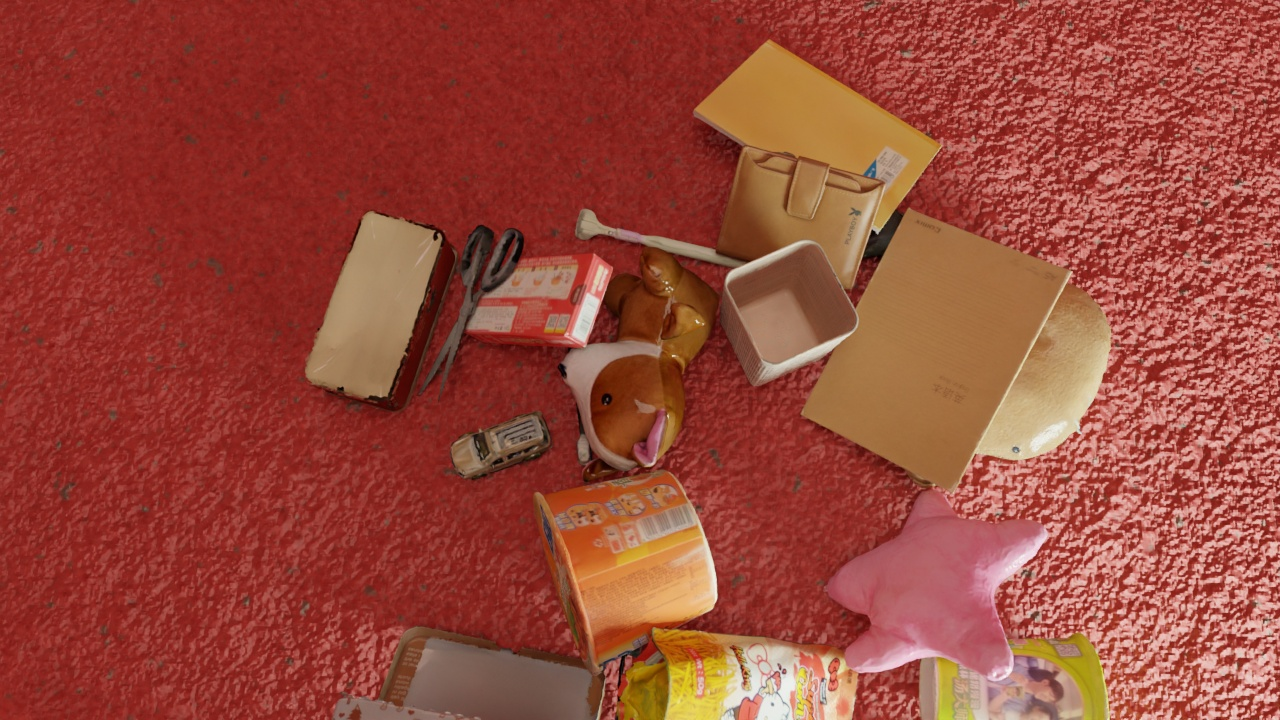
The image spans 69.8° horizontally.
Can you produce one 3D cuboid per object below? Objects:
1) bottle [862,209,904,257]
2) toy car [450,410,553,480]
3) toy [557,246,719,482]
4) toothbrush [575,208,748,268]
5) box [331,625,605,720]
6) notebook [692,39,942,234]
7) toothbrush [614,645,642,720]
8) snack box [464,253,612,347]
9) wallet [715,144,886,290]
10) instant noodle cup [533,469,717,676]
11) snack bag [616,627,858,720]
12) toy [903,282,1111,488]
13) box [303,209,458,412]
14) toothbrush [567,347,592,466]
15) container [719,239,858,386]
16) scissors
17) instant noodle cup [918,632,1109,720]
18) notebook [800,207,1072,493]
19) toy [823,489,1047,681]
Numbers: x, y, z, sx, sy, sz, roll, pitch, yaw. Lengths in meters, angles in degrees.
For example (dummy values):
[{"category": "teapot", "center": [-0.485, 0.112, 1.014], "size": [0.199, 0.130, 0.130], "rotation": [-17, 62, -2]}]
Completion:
[{"category": "bottle", "center": [0.208, -0.129, 0.864], "size": [0.195, 0.044, 0.079], "rotation": [23, 70, 4]}, {"category": "toy car", "center": [-0.126, 0.075, 0.815], "size": [0.090, 0.035, 0.042], "rotation": [-20, 76, -3]}, {"category": "toy", "center": [-0.005, 0.005, 0.785], "size": [0.130, 0.140, 0.199], "rotation": [16, 71, -15]}, {"category": "toothbrush", "center": [0.032, -0.109, 0.871], "size": [0.189, 0.020, 0.029], "rotation": [14, 106, 2]}, {"category": "box", "center": [-0.119, 0.268, 0.662], "size": [0.181, 0.158, 0.204], "rotation": [11, 45, 2]}, {"category": "notebook", "center": [0.172, -0.220, 0.877], "size": [0.206, 0.010, 0.145], "rotation": [35, 59, 10]}, {"category": "toothbrush", "center": [-0.019, 0.312, 0.768], "size": [0.016, 0.014, 0.188], "rotation": [13, 76, -10]}, {"category": "snack box", "center": [-0.092, -0.052, 0.800], "size": [0.153, 0.025, 0.075], "rotation": [3, 69, 47]}, {"category": "wallet", "center": [0.142, -0.129, 0.825], "size": [0.132, 0.031, 0.108], "rotation": [17, 118, 7]}, {"category": "instant noodle cup", "center": [-0.012, 0.162, 0.742], "size": [0.111, 0.152, 0.151], "rotation": [-17, 76, -13]}, {"category": "snack bag", "center": [0.084, 0.278, 0.720], "size": [0.207, 0.073, 0.128], "rotation": [19, 74, -27]}, {"category": "toy", "center": [0.324, 0.024, 0.813], "size": [0.143, 0.082, 0.225], "rotation": [27, 80, 21]}, {"category": "box", "center": [-0.233, -0.046, 0.819], "size": [0.091, 0.077, 0.168], "rotation": [15, 78, 3]}, {"category": "toothbrush", "center": [-0.059, 0.007, 0.843], "size": [0.015, 0.018, 0.181], "rotation": [-7, 75, 1]}, {"category": "container", "center": [0.122, -0.035, 0.804], "size": [0.090, 0.111, 0.090], "rotation": [-24, 77, -7]}, {"category": "scissors", "center": [-0.155, -0.050, 0.833], "size": [0.166, 0.014, 0.163], "rotation": [-34, 47, 29]}, {"category": "instant noodle cup", "center": [0.292, 0.271, 0.738], "size": [0.123, 0.112, 0.111], "rotation": [3, 76, 8]}, {"category": "notebook", "center": [0.253, -0.013, 0.800], "size": [0.149, 0.012, 0.211], "rotation": [28, 92, 27]}, {"category": "toy", "center": [0.231, 0.177, 0.751], "size": [0.074, 0.179, 0.194], "rotation": [59, 44, -25]}]
